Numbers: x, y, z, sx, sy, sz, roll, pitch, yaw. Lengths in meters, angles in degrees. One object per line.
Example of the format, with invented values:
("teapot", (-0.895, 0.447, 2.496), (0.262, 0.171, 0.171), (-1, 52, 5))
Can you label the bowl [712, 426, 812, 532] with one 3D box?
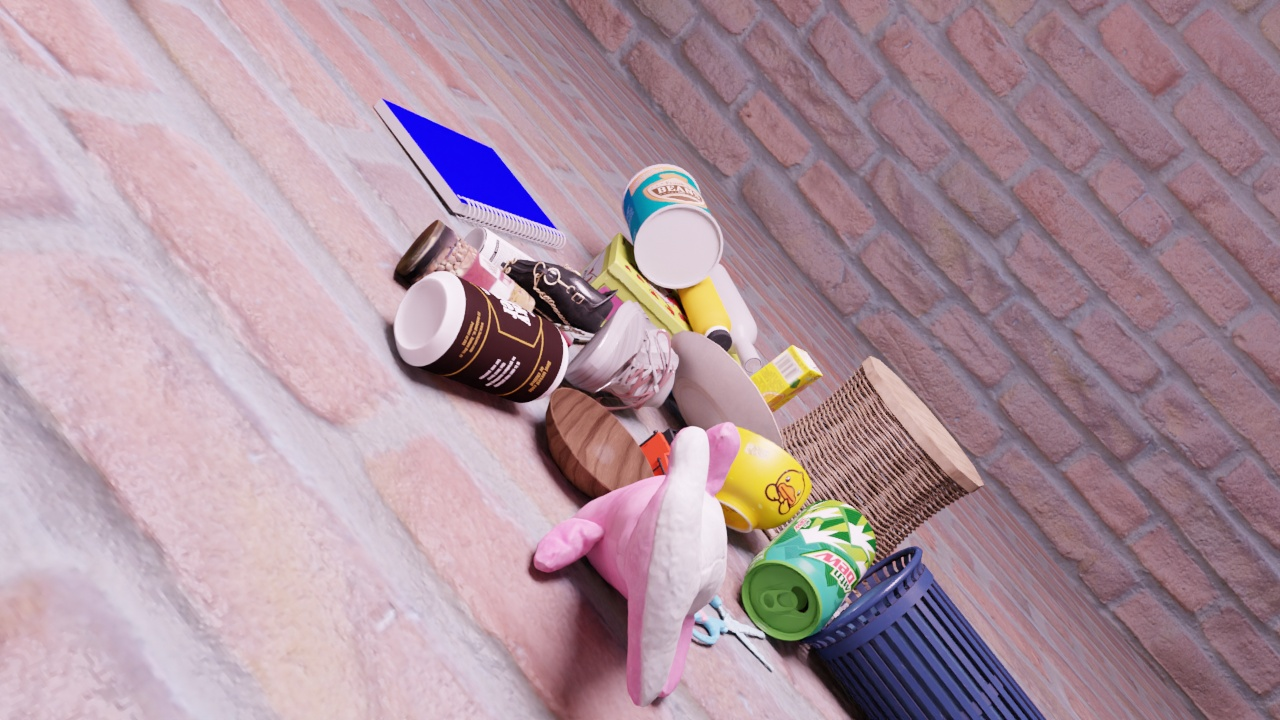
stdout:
("bowl", (0.100, 0.124, 0.894), (0.117, 0.067, 0.117), (29, -25, 14))

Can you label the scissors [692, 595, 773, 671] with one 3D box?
("scissors", (0.062, 0.204, 0.765), (0.139, 0.015, 0.118), (38, 19, -47))

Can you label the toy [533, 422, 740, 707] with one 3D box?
("toy", (-0.004, 0.123, 0.607), (0.128, 0.186, 0.266), (11, -8, 3))

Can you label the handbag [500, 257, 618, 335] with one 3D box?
("handbag", (-0.079, -0.065, 0.827), (0.079, 0.054, 0.129), (39, -11, -30))

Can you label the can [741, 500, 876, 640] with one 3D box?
("can", (0.156, 0.191, 0.845), (0.083, 0.083, 0.143), (51, 33, 10))

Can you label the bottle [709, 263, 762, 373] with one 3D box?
("bottle", (0.106, -0.049, 1.097), (0.052, 0.052, 0.195), (37, 19, -31))

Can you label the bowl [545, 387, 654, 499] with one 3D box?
("bowl", (-0.040, 0.078, 0.750), (0.119, 0.032, 0.119), (42, 18, -17))

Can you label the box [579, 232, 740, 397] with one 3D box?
("box", (0.025, -0.036, 1.083), (0.221, 0.079, 0.124), (42, 18, -14))

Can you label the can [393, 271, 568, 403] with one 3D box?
("can", (-0.119, -0.015, 0.697), (0.128, 0.072, 0.072), (26, 27, -50))

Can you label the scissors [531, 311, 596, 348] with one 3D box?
("scissors", (-0.083, -0.027, 0.909), (0.188, 0.015, 0.140), (35, 20, -36))

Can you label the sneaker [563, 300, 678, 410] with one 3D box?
("sneaker", (-0.006, 0.005, 0.887), (0.089, 0.099, 0.236), (42, 12, 1))

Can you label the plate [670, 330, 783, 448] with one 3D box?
("plate", (0.079, 0.057, 0.963), (0.188, 0.027, 0.189), (47, -23, 27))

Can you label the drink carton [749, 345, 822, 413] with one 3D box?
("drink carton", (0.152, 0.042, 1.119), (0.043, 0.135, 0.058), (58, 18, 22))

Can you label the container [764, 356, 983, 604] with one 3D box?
("container", (0.251, 0.129, 1.056), (0.227, 0.196, 0.226), (42, 18, -17))

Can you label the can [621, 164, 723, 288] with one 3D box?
("can", (0.034, -0.160, 1.076), (0.099, 0.099, 0.143), (39, 18, -25))

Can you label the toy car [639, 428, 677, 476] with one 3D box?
("toy car", (0.021, 0.103, 0.808), (0.048, 0.051, 0.100), (35, 22, -41))

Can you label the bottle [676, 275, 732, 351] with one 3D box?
("bottle", (0.073, -0.058, 1.049), (0.043, 0.043, 0.143), (37, 21, -31))

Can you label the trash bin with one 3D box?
("trash bin", (0.275, 0.310, 0.826), (0.249, 0.139, 0.139), (52, 18, 9))

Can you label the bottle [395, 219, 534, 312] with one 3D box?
("bottle", (-0.145, -0.063, 0.766), (0.105, 0.056, 0.056), (40, 19, -23))

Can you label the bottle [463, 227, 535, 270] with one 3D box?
("bottle", (-0.122, -0.086, 0.900), (0.116, 0.041, 0.041), (32, 23, -42))

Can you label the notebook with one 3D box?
("notebook", (-0.186, -0.206, 1.045), (0.171, 0.022, 0.208), (52, 17, 18))
